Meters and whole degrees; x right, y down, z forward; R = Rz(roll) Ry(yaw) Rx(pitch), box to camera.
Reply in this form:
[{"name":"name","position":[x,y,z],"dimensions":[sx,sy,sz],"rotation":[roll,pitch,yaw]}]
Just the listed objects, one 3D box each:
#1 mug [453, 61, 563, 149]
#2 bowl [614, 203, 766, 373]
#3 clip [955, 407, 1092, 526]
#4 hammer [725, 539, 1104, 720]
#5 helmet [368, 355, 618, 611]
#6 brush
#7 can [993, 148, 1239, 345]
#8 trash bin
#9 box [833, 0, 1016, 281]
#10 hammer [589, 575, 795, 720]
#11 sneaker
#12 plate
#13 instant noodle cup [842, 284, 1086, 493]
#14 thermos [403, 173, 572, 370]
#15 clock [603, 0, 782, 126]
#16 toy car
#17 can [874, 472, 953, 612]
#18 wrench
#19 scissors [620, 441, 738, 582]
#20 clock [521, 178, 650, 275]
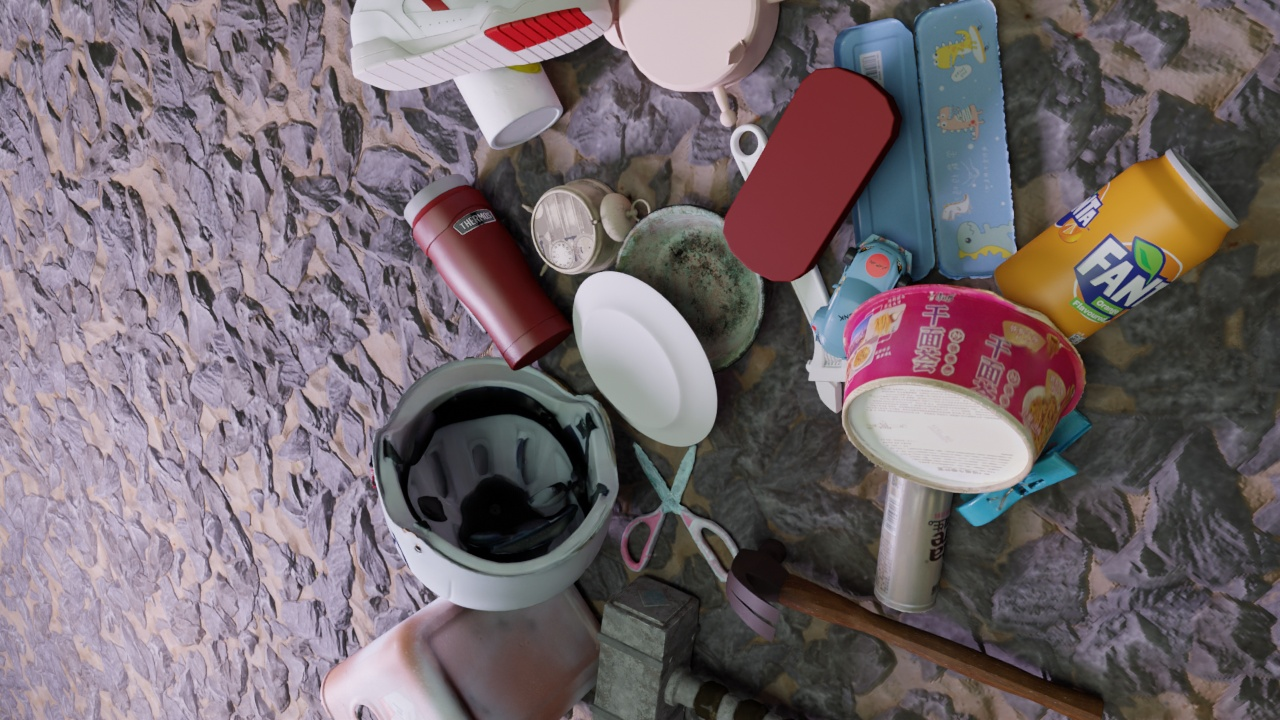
[{"name":"mug","position":[-0.133,-0.269,0.881],"dimensions":[0.083,0.082,0.106],"rotation":[-28,89,35]},{"name":"bowl","position":[0.051,-0.067,0.847],"dimensions":[0.158,0.038,0.157],"rotation":[10,109,30]},{"name":"clip","position":[0.303,0.086,0.730],"dimensions":[0.027,0.103,0.121],"rotation":[45,130,7]},{"name":"hammer","position":[0.229,0.241,0.800],"dimensions":[0.323,0.115,0.033],"rotation":[18,113,19]},{"name":"helmet","position":[-0.147,0.133,0.933],"dimensions":[0.164,0.236,0.263],"rotation":[102,149,-45]},{"name":"brush","position":[0.138,-0.147,0.737],"dimensions":[0.082,0.041,0.174],"rotation":[38,119,16]},{"name":"can","position":[0.327,-0.074,0.642],"dimensions":[0.143,0.078,0.079],"rotation":[-43,79,34]},{"name":"trash bin","position":[-0.170,0.328,0.978],"dimensions":[0.158,0.259,0.181],"rotation":[-38,81,31]},{"name":"box","position":[0.224,-0.165,0.721],"dimensions":[0.126,0.020,0.209],"rotation":[-3,103,31]},{"name":"hammer","position":[0.102,0.354,0.914],"dimensions":[0.327,0.079,0.177],"rotation":[17,113,28]},{"name":"sneaker","position":[-0.145,-0.313,0.796],"dimensions":[0.237,0.090,0.104],"rotation":[-8,90,19]},{"name":"plate","position":[-0.005,0.005,0.875],"dimensions":[0.189,0.016,0.189],"rotation":[32,140,31]},{"name":"instant noodle cup","position":[0.227,0.031,0.683],"dimensions":[0.179,0.077,0.179],"rotation":[21,150,12]},{"name":"thermos","position":[-0.163,-0.086,0.957],"dimensions":[0.198,0.083,0.108],"rotation":[54,142,5]},{"name":"clock","position":[0.041,-0.294,0.765],"dimensions":[0.160,0.086,0.131],"rotation":[45,123,22]},{"name":"toy car","position":[0.179,-0.047,0.752],"dimensions":[0.060,0.027,0.108],"rotation":[32,119,19]},{"name":"can","position":[0.234,0.142,0.782],"dimensions":[0.054,0.054,0.136],"rotation":[12,110,30]},{"name":"wrench","position":[0.141,-0.079,0.800],"dimensions":[0.066,0.018,0.273],"rotation":[-23,90,35]},{"name":"scissors","position":[0.042,0.165,0.939],"dimensions":[0.173,0.013,0.171],"rotation":[32,116,23]},{"name":"clock","position":[-0.050,-0.131,0.884],"dimensions":[0.141,0.054,0.093],"rotation":[-9,99,37]}]
